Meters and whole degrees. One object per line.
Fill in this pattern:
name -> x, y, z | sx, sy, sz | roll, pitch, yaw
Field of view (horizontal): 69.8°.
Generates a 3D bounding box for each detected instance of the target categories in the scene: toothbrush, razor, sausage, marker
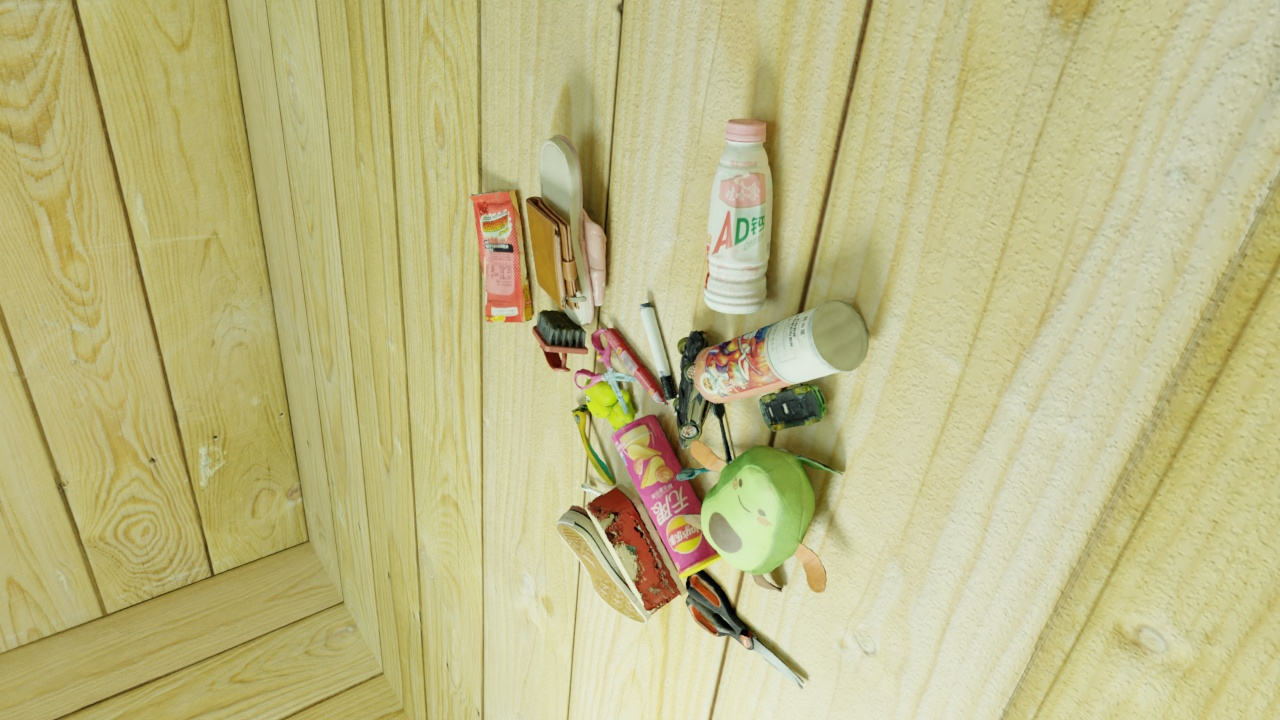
toothbrush -> 0.107, 0.128, 1.111 | 0.192, 0.018, 0.016 | -20, 90, 49
razor -> -0.072, 0.133, 1.409 | 0.043, 0.028, 0.132 | -29, 83, 54
toothbrush -> 0.110, 0.133, 1.137 | 0.018, 0.015, 0.181 | 0, 105, 63
sausage -> -0.007, 0.007, 1.250 | 0.156, 0.020, 0.020 | 52, 143, 29
marker -> 0.023, -0.012, 1.197 | 0.023, 0.018, 0.131 | -6, 101, 67
toothbrush -> -0.029, 0.216, 1.381 | 0.027, 0.026, 0.225 | 46, 161, -32

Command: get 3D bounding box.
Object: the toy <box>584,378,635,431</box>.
toy -> -0.046, 0.059, 1.324 | 0.100, 0.031, 0.097 | 56, 140, 19

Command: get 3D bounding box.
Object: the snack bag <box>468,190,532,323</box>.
snack bag -> -0.223, -0.164, 1.460 | 0.129, 0.073, 0.208 | 10, 108, 50

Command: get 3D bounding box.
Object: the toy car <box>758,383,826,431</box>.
toy car -> 0.165, 0.049, 0.989 | 0.091, 0.036, 0.043 | -18, 89, 59

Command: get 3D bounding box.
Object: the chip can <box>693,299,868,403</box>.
chip can -> 0.141, -0.003, 0.970 | 0.215, 0.071, 0.071 | -22, 87, 59

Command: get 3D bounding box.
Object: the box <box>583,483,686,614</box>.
box -> -0.013, 0.266, 1.273 | 0.168, 0.079, 0.091 | 63, 167, -17

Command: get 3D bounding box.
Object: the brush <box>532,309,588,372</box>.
brush -> -0.124, -0.029, 1.349 | 0.146, 0.063, 0.069 | -138, 55, -67

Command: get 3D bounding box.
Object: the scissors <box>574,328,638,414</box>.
scissors -> -0.050, 0.023, 1.296 | 0.126, 0.017, 0.133 | -38, 65, 30

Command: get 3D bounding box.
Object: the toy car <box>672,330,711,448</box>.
toy car -> 0.064, 0.037, 1.123 | 0.070, 0.042, 0.158 | -100, 14, -56

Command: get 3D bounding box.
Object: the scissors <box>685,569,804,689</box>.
scissors -> 0.131, 0.349, 1.207 | 0.235, 0.021, 0.137 | 1, 106, 57

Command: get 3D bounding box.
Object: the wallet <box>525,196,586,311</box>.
wallet -> -0.116, -0.138, 1.224 | 0.119, 0.035, 0.131 | 41, 145, 43

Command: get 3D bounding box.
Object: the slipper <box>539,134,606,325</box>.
slipper -> -0.088, -0.174, 1.248 | 0.114, 0.054, 0.275 | 37, 141, 47

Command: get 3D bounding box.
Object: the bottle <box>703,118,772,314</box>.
bottle -> 0.105, -0.150, 0.959 | 0.068, 0.068, 0.197 | 29, 124, 48

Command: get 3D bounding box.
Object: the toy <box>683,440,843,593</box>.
toy -> 0.132, 0.178, 1.056 | 0.227, 0.089, 0.247 | 44, 144, 21

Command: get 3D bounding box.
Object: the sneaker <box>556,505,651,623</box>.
sneaker -> -0.036, 0.296, 1.379 | 0.118, 0.087, 0.241 | 2, 131, 45

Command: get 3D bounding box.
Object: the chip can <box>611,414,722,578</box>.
chip can -> 0.037, 0.178, 1.220 | 0.210, 0.071, 0.072 | 62, 147, 15
